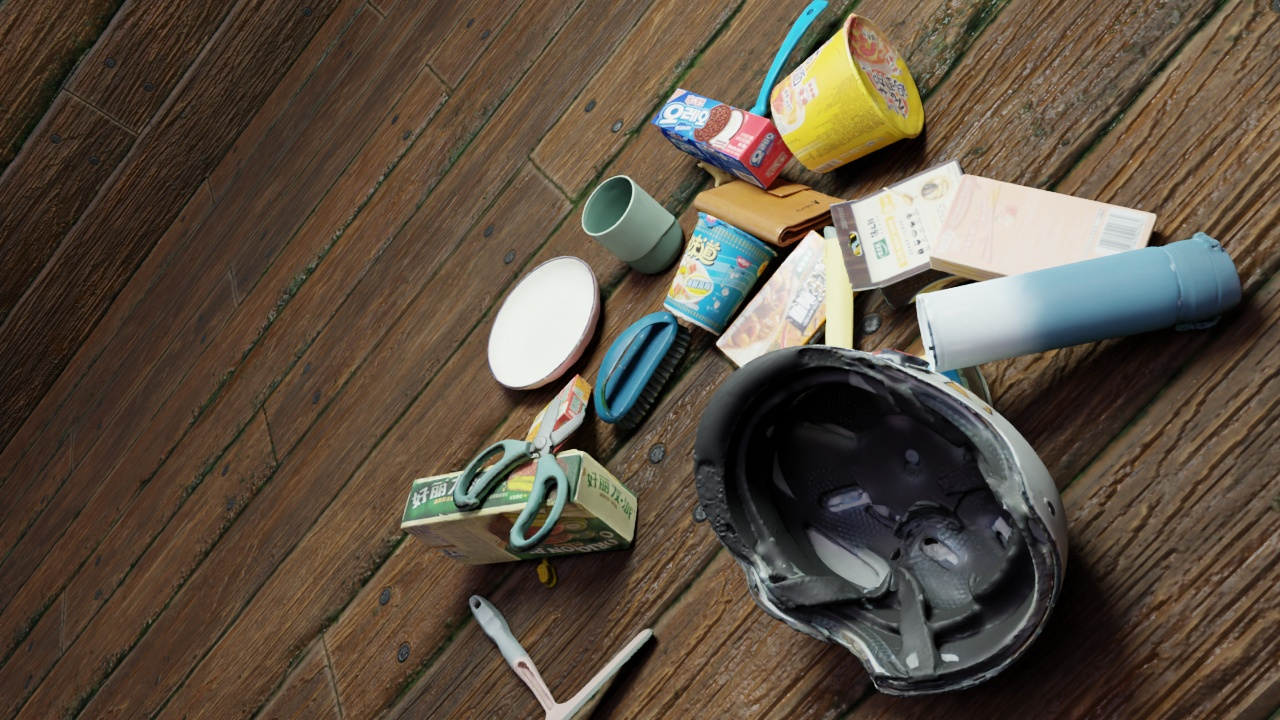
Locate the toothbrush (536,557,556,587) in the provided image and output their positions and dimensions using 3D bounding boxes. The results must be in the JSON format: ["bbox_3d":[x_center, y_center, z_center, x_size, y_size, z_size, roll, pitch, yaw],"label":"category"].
[{"bbox_3d":[-0.127,0.183,1.073,0.016,0.016,0.190,-37,44,13],"label":"toothbrush"}]

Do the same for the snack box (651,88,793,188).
[{"bbox_3d":[0.089,-0.258,1.053,0.058,0.057,0.207,-52,36,3],"label":"snack box"}]

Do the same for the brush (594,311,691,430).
[{"bbox_3d":[-0.006,0.006,1.029,0.144,0.073,0.055,-58,36,-2],"label":"brush"}]

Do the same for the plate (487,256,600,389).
[{"bbox_3d":[-0.120,-0.044,1.197,0.193,0.039,0.192,-24,50,32],"label":"plate"}]

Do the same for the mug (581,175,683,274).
[{"bbox_3d":[-0.008,-0.171,1.120,0.082,0.106,0.111,-33,46,26],"label":"mug"}]

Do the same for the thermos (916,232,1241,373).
[{"bbox_3d":[0.325,-0.040,0.693,0.221,0.070,0.070,-11,54,12],"label":"thermos"}]

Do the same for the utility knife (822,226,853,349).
[{"bbox_3d":[0.188,-0.030,0.880,0.031,0.022,0.212,-4,70,26],"label":"utility knife"}]

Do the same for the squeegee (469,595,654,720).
[{"bbox_3d":[-0.126,0.320,0.968,0.247,0.040,0.250,-44,34,-10],"label":"squeegee"}]

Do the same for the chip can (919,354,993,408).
[{"bbox_3d":[0.194,0.055,0.807,0.211,0.071,0.071,-27,49,29],"label":"chip can"}]

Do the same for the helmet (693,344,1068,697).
[{"bbox_3d":[0.190,0.101,0.695,0.274,0.156,0.230,35,117,30],"label":"helmet"}]

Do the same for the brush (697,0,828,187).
[{"bbox_3d":[0.149,-0.323,1.107,0.255,0.046,0.083,-59,37,6],"label":"brush"}]

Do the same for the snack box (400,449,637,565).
[{"bbox_3d":[-0.133,0.165,0.994,0.241,0.114,0.063,-14,50,30],"label":"snack box"}]

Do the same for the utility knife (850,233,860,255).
[{"bbox_3d":[0.196,-0.098,0.945,0.171,0.015,0.033,-43,45,14],"label":"utility knife"}]

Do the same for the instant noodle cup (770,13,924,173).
[{"bbox_3d":[0.212,-0.269,0.960,0.110,0.138,0.137,-26,48,41],"label":"instant noodle cup"}]

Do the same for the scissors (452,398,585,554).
[{"bbox_3d":[-0.129,0.116,0.931,0.181,0.019,0.170,-10,54,33],"label":"scissors"}]

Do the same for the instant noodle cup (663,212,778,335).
[{"bbox_3d":[0.080,-0.091,1.000,0.099,0.099,0.110,35,99,49],"label":"instant noodle cup"}]

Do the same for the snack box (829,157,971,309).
[{"bbox_3d":[0.255,-0.118,0.863,0.126,0.053,0.113,-22,51,24],"label":"snack box"}]

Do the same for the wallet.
[{"bbox_3d":[0.140,-0.166,0.993,0.107,0.031,0.132,-25,39,-28],"label":"wallet"}]

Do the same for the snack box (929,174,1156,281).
[{"bbox_3d":[0.332,-0.098,0.766,0.157,0.026,0.084,20,79,27],"label":"snack box"}]

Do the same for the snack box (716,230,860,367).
[{"bbox_3d":[0.153,-0.049,0.929,0.154,0.026,0.075,-50,62,8],"label":"snack box"}]

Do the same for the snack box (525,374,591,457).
[{"bbox_3d":[-0.095,0.070,1.050,0.077,0.027,0.155,-45,9,11],"label":"snack box"}]
